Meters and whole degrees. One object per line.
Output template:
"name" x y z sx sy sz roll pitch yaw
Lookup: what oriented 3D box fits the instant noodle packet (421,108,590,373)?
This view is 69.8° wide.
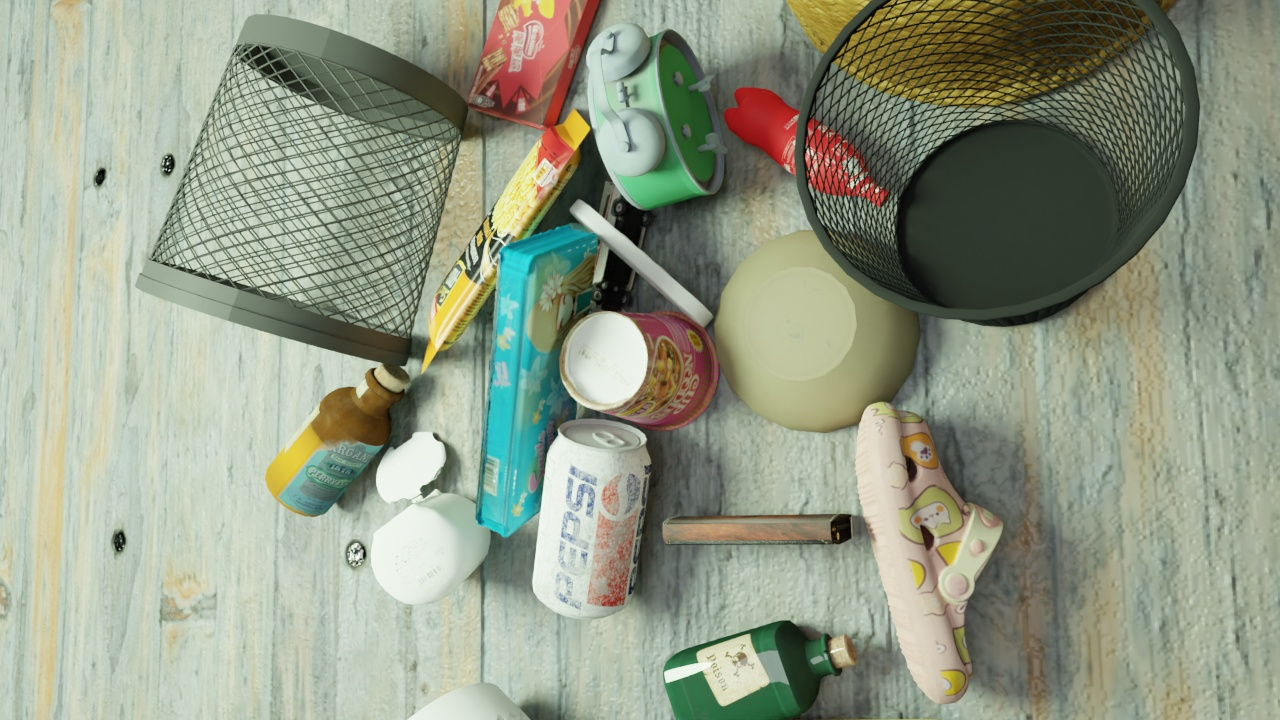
"instant noodle packet" -0.110 -0.103 0.736 0.032 0.159 0.221 33 102 -18

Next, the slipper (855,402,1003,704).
"slipper" 0.196 0.121 0.607 0.081 0.093 0.197 -11 82 3

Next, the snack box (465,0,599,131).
"snack box" -0.093 -0.273 0.799 0.089 0.021 0.133 22 95 25

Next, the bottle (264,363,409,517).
"bottle" -0.265 0.065 0.824 0.157 0.067 0.068 -48 69 14

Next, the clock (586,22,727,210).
"clock" 0.010 -0.179 0.667 0.075 0.161 0.122 -12 82 24

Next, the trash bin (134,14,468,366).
"trash bin" -0.269 -0.136 0.768 0.218 0.217 0.227 17 89 25

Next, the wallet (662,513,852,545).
"wallet" 0.084 0.120 0.658 0.123 0.072 0.019 -5 83 23

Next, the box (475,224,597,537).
"box" -0.080 0.016 0.690 0.041 0.093 0.227 19 116 21

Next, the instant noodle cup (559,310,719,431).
"instant noodle cup" -0.004 0.004 0.687 0.098 0.108 0.097 -2 85 24

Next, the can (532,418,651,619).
"can" -0.037 0.119 0.694 0.078 0.078 0.136 15 106 25

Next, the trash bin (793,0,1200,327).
"trash bin" 0.209 -0.103 0.542 0.184 0.210 0.184 -2 85 24

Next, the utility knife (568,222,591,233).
"utility knife" -0.082 -0.063 0.781 0.022 0.015 0.126 32 102 -9

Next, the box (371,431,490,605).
"box" -0.185 0.125 0.765 0.083 0.140 0.141 -40 86 2

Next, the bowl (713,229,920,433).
"bowl" 0.121 -0.024 0.664 0.152 0.050 0.152 -2 85 24

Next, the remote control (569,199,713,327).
"remote control" 0.001 -0.074 0.697 0.136 0.043 0.013 41 90 -1

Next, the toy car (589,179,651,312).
"toy car" -0.022 -0.093 0.745 0.039 0.039 0.113 16 93 46

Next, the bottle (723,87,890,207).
"bottle" 0.124 -0.156 0.678 0.141 0.042 0.042 40 102 22

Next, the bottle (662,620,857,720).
"bottle" 0.089 0.222 0.652 0.131 0.061 0.061 -24 79 21

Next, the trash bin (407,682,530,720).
"trash bin" -0.099 0.359 0.671 0.199 0.195 0.196 40 102 32

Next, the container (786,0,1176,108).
"container" 0.201 -0.333 0.576 0.308 0.196 0.307 -2 86 26
